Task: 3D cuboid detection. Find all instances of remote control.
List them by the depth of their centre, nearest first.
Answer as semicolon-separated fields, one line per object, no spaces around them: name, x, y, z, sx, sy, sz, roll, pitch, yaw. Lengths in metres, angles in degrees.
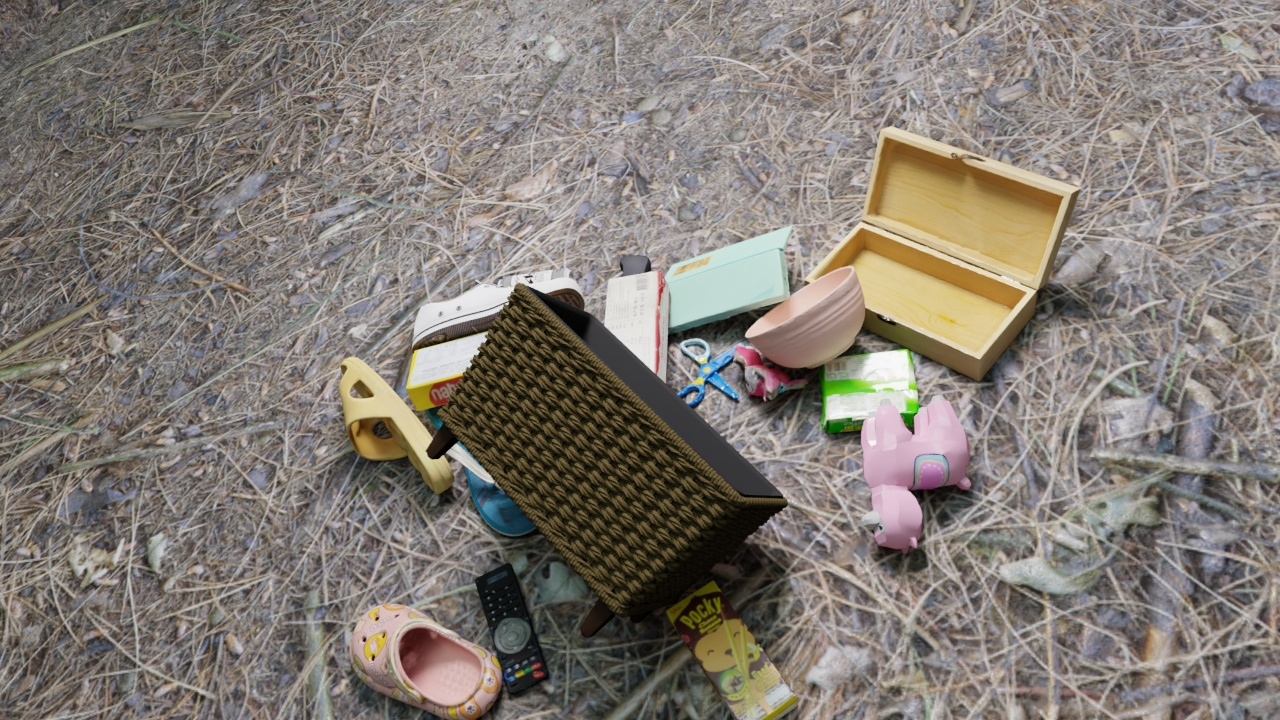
remote control;-0.140;0.290;0.996;0.045;0.021;0.140;-26;53;-2

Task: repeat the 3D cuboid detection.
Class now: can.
can;-0.148;-0.105;1.316;0.107;0.044;0.043;-7;49;13

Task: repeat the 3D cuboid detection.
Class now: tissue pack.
tissue pack;0.264;0.037;1.063;0.114;0.034;0.099;-5;50;15

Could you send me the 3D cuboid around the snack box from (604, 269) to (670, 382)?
snack box;-0.007;0.007;1.127;0.077;0.044;0.272;-9;51;15

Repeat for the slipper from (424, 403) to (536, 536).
slipper;-0.192;0.097;1.152;0.118;0.060;0.295;-33;48;-15

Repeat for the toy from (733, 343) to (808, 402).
toy;0.147;0.020;1.115;0.065;0.050;0.102;-3;34;-33

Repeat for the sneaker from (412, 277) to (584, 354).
sneaker;-0.199;-0.073;1.275;0.246;0.091;0.097;-18;51;10

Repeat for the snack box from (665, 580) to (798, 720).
snack box;0.088;0.293;0.911;0.061;0.026;0.149;-31;48;-9

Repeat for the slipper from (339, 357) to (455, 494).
slipper;-0.334;0.087;1.179;0.078;0.100;0.263;-34;52;-24

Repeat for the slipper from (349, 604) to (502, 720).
slipper;-0.238;0.313;0.968;0.197;0.081;0.093;16;59;30

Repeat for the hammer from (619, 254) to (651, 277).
hammer;-0.031;-0.024;1.215;0.139;0.035;0.311;-1;50;12

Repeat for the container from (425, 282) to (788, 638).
container;-0.048;0.109;0.947;0.321;0.176;0.205;43;99;22

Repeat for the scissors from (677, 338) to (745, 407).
scissors;0.083;0.015;1.160;0.125;0.013;0.127;-35;51;-11

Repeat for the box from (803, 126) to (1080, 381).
box;0.362;-0.132;1.117;0.248;0.118;0.253;31;105;35

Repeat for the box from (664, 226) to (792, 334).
box;0.108;-0.111;1.202;0.187;0.055;0.138;-17;50;29

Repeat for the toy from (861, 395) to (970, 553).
toy;0.284;0.119;0.959;0.123;0.067;0.157;-2;69;-6

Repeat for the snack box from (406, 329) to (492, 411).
snack box;-0.203;0.002;1.206;0.201;0.042;0.092;-15;35;4

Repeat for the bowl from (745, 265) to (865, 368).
bowl;0.207;-0.040;1.090;0.153;0.076;0.153;-34;6;4
